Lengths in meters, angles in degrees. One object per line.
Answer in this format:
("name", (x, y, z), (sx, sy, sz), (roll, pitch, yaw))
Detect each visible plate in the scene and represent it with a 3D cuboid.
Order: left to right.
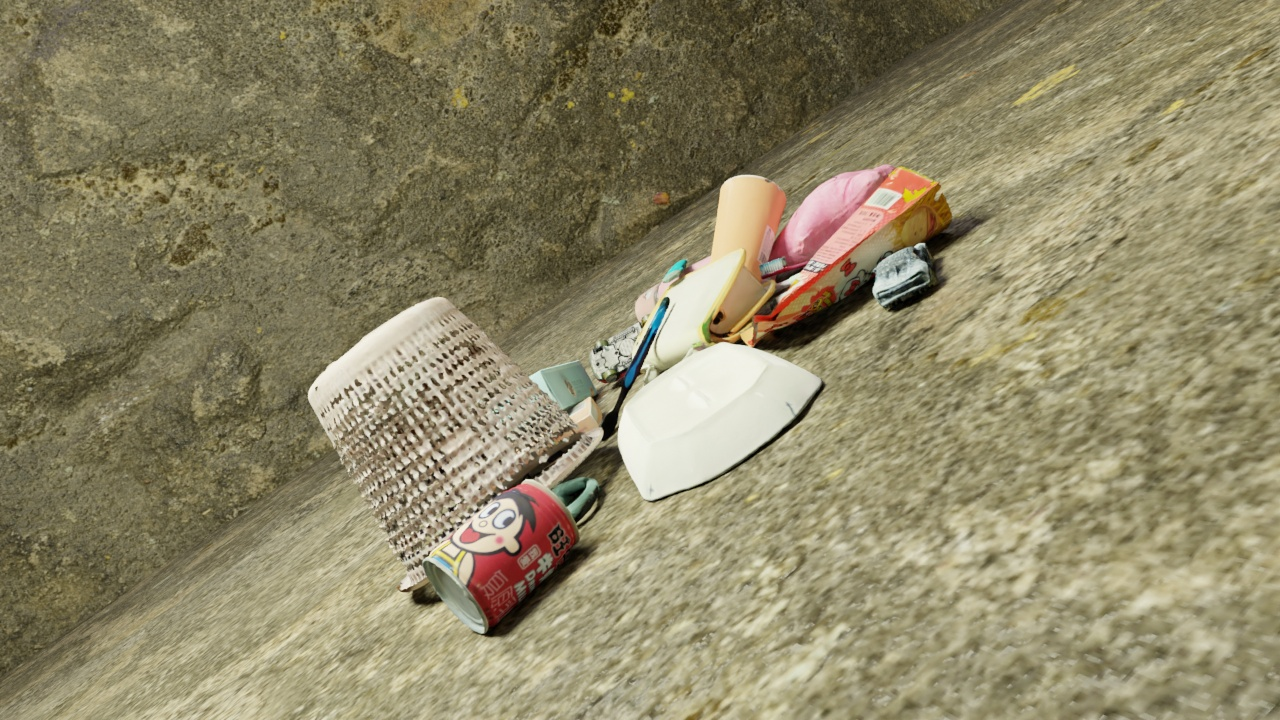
("plate", (0.049, 0.035, 0.753), (0.162, 0.034, 0.265), (-34, 10, -1))

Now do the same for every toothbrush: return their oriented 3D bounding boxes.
("toothbrush", (-0.006, 0.006, 0.953), (0.016, 0.014, 0.189), (-41, 21, 57))
("toothbrush", (0.207, -0.108, 0.985), (0.190, 0.029, 0.021), (-22, 57, 42))
("toothbrush", (0.209, -0.117, 0.933), (0.188, 0.017, 0.016), (-16, 4, 24))

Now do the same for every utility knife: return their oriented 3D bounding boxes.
("utility knife", (0.047, -0.113, 1.130), (0.029, 0.013, 0.209), (-33, 7, 12))

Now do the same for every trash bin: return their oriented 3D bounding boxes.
("trash bin", (-0.178, 0.061, 0.819), (0.227, 0.192, 0.227), (-37, 3, 2))

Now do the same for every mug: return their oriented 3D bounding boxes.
("mug", (0.118, -0.139, 1.046), (0.078, 0.078, 0.122), (-21, 47, 49))

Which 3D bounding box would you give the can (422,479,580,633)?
("can", (-0.095, 0.134, 0.641), (0.093, 0.066, 0.067), (-39, 12, -30))

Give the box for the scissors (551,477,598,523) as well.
("scissors", (-0.078, 0.124, 0.779), (0.170, 0.019, 0.177), (-30, 8, 26))

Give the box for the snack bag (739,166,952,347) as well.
("snack bag", (0.181, -0.087, 0.839), (0.208, 0.073, 0.128), (-39, -4, -2))

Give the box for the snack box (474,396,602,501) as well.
("snack box", (-0.112, 0.097, 0.978), (0.157, 0.026, 0.084), (-33, 10, 4))

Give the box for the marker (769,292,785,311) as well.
("marker", (0.189, -0.081, 0.919), (0.131, 0.018, 0.022), (-29, 20, 21))

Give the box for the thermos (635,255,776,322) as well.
("thermos", (0.074, -0.083, 1.162), (0.199, 0.067, 0.087), (-23, 37, 42))

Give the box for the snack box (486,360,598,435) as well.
("snack box", (-0.109, 0.044, 1.060), (0.074, 0.051, 0.174), (-31, -2, 11))

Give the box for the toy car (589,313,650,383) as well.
("toy car", (-0.004, -0.013, 1.096), (0.121, 0.053, 0.045), (-26, -27, 17))

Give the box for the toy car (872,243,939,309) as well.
("toy car", (0.217, -0.074, 0.759), (0.049, 0.031, 0.105), (-27, 10, 23))

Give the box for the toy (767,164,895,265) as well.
("toy", (0.207, -0.154, 1.033), (0.179, 0.074, 0.194), (-41, -2, 27))

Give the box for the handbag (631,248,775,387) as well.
("handbag", (0.052, -0.021, 0.968), (0.178, 0.063, 0.164), (-58, 17, -25))
